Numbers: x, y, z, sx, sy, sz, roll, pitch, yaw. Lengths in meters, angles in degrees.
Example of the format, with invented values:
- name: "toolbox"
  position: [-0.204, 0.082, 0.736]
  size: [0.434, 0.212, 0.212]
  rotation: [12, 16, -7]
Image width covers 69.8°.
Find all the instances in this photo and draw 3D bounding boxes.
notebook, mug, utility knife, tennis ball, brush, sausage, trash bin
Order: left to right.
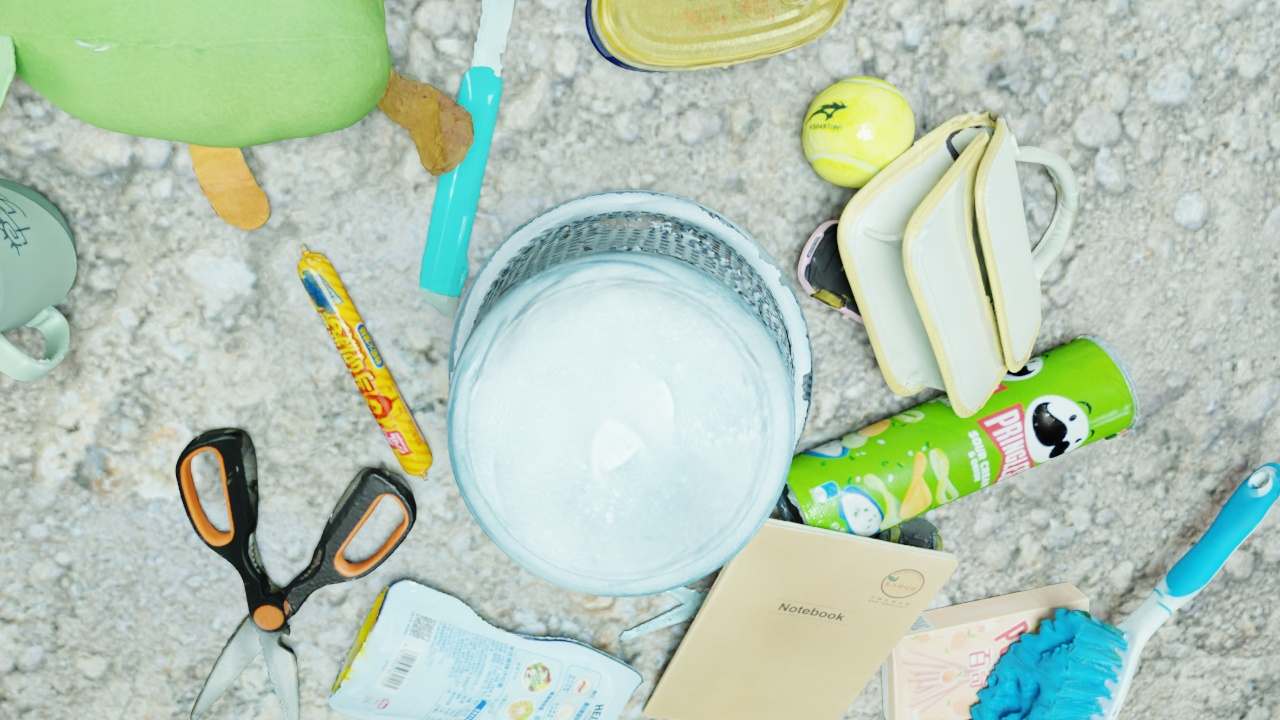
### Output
- name: "mug"
  position: [-0.342, -0.040, 0.475]
  size: [0.082, 0.106, 0.112]
  rotation: [-36, 107, 0]
- name: "sausage"
  position: [-0.167, 0.004, 0.562]
  size: [0.021, 0.021, 0.165]
  rotation: [-25, 108, -3]
- name: "utility knife"
  position: [-0.100, -0.126, 0.541]
  size: [0.029, 0.013, 0.210]
  rotation: [13, 105, -12]
- name: "trash bin"
  position: [-0.008, 0.018, 0.477]
  size: [0.226, 0.195, 0.226]
  rotation: [0, 96, 1]
- name: "notebook"
  position: [0.103, 0.192, 0.628]
  size: [0.147, 0.008, 0.208]
  rotation: [13, 124, -14]
- name: "tennis ball"
  position: [0.130, -0.137, 0.550]
  size: [0.065, 0.065, 0.065]
  rotation: [-2, 105, -9]
- name: "brush"
  position: [0.343, 0.194, 0.659]
  size: [0.109, 0.060, 0.315]
  rotation: [24, 99, -22]

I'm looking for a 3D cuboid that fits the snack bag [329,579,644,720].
- name: "snack bag"
  position: [-0.103, 0.223, 0.625]
  size: [0.191, 0.039, 0.110]
  rotation: [26, 94, -17]

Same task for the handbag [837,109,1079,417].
- name: "handbag"
  position: [0.215, -0.070, 0.561]
  size: [0.178, 0.063, 0.163]
  rotation: [-42, 129, -15]

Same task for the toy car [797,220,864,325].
- name: "toy car"
  position: [0.152, -0.048, 0.595]
  size: [0.122, 0.037, 0.056]
  rotation: [25, 98, -28]

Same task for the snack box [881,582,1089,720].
- name: "snack box"
  position: [0.260, 0.224, 0.692]
  size: [0.157, 0.026, 0.084]
  rotation: [-9, 107, -7]

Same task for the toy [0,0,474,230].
- name: "toy"
  position: [-0.212, -0.172, 0.471]
  size: [0.246, 0.090, 0.227]
  rotation: [-1, 116, -6]

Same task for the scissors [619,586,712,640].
- name: "scissors"
  position: [0.050, 0.167, 0.648]
  size: [0.133, 0.017, 0.128]
  rotation: [31, 100, -12]

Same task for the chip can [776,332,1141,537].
- name: "chip can"
  position: [0.207, 0.059, 0.614]
  size: [0.236, 0.072, 0.072]
  rotation: [-22, 108, -2]

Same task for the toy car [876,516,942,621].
- name: "toy car"
  position: [0.180, 0.151, 0.653]
  size: [0.043, 0.036, 0.091]
  rotation: [15, 103, -12]

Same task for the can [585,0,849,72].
- name: "can"
  position: [0.042, -0.206, 0.525]
  size: [0.148, 0.049, 0.075]
  rotation: [-13, 107, -6]

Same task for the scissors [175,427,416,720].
- name: "scissors"
  position: [-0.237, 0.139, 0.591]
  size: [0.221, 0.021, 0.222]
  rotation: [-34, 106, 6]
